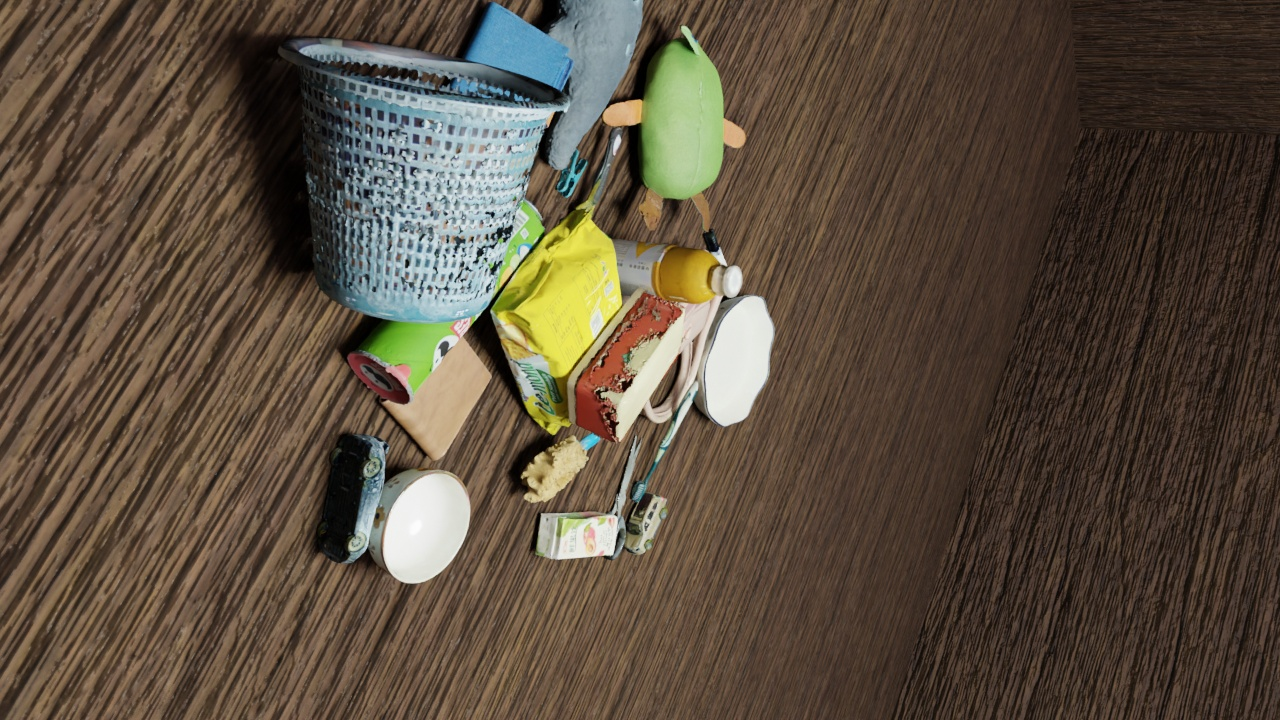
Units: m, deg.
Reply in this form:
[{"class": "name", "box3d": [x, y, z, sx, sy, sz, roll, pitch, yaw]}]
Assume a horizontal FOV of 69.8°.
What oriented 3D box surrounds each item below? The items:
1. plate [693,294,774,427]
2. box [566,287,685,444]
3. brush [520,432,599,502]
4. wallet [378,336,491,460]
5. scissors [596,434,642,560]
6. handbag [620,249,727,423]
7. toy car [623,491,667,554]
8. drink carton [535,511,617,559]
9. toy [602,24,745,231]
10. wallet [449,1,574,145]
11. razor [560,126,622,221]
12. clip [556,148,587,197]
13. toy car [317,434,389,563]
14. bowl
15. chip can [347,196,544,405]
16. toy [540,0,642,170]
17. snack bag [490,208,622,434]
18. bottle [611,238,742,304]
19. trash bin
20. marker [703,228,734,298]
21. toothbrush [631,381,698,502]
[{"class": "plate", "box3d": [0.138, -0.002, 1.406, 0.204, 0.046, 0.205, -26, 124, -48]}, {"class": "box", "box3d": [-0.006, 0.006, 1.027, 0.167, 0.079, 0.091, -55, 159, -36]}, {"class": "brush", "box3d": [-0.050, 0.071, 1.096, 0.254, 0.046, 0.083, -48, 162, -11]}, {"class": "wallet", "box3d": [-0.207, 0.029, 0.943, 0.115, 0.020, 0.101, -59, 142, -29]}, {"class": "scissors", "box3d": [-0.025, 0.194, 1.271, 0.171, 0.014, 0.145, -49, 136, -39]}, {"class": "handbag", "box3d": [0.036, -0.019, 1.240, 0.192, 0.093, 0.235, -43, 145, -40]}, {"class": "toy car", "box3d": [0.003, 0.229, 1.295, 0.035, 0.042, 0.090, 44, 63, -41]}, {"class": "drink carton", "box3d": [-0.081, 0.221, 1.163, 0.122, 0.046, 0.053, 13, 84, -57]}, {"class": "toy", "box3d": [0.049, -0.284, 1.149, 0.226, 0.090, 0.247, -2, 100, -41]}, {"class": "wallet", "box3d": [-0.132, -0.271, 0.910, 0.106, 0.040, 0.133, 27, 79, -24]}, {"class": "razor", "box3d": [-0.050, -0.207, 1.073, 0.042, 0.022, 0.142, 26, 87, -57]}, {"class": "clip", "box3d": [-0.080, -0.214, 1.052, 0.041, 0.014, 0.056, 44, 63, -52]}, {"class": "toy car", "box3d": [-0.267, 0.129, 0.856, 0.036, 0.054, 0.120, 13, 90, -54]}, {"class": "bowl", "box3d": [-0.230, 0.157, 0.911, 0.113, 0.062, 0.113, -24, 121, -49]}, {"class": "chip can", "box3d": [-0.183, -0.066, 0.898, 0.235, 0.072, 0.072, -56, 141, -29]}, {"class": "toy", "box3d": [-0.064, -0.387, 0.963, 0.137, 0.091, 0.357, -17, 117, -22]}, {"class": "snack bag", "box3d": [-0.078, -0.038, 1.011, 0.157, 0.068, 0.247, -57, 159, -26]}, {"class": "bottle", "box3d": [0.030, -0.104, 1.088, 0.067, 0.190, 0.068, -21, 117, -51]}, {"class": "trash bin", "box3d": [-0.188, -0.145, 0.766, 0.226, 0.227, 0.195, -18, 128, -52]}, {"class": "marker", "box3d": [0.120, -0.143, 1.362, 0.022, 0.018, 0.131, -64, 144, -32]}, {"class": "toothbrush", "box3d": [0.033, 0.114, 1.291, 0.018, 0.016, 0.191, 25, 93, -46]}]
